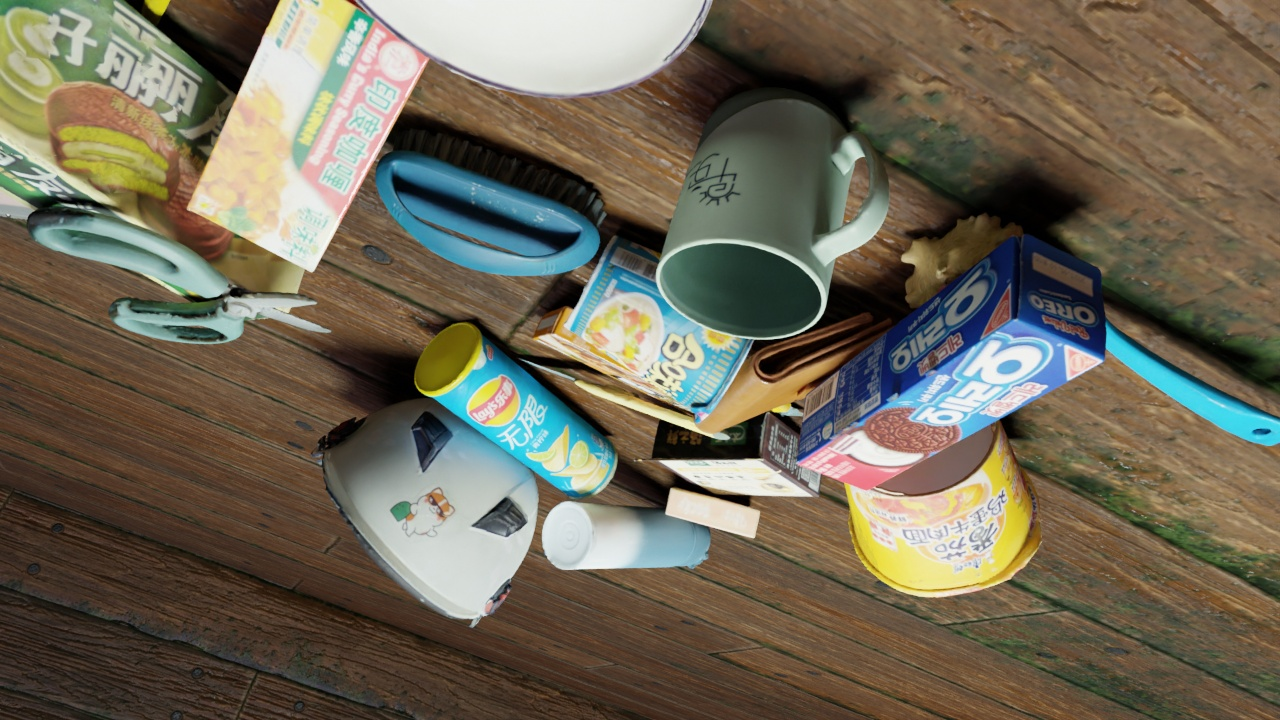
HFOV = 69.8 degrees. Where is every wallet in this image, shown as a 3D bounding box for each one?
[{"bbox_3d":[0.101,0.010,0.626,0.107,0.031,0.132,-19,168,-19],"label":"wallet"}]

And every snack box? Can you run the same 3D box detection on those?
[{"bbox_3d":[0.069,0.146,0.897,0.084,0.026,0.157,15,173,5],"label":"snack box"},{"bbox_3d":[-0.297,-0.126,0.540,0.063,0.114,0.240,-5,152,26],"label":"snack box"},{"bbox_3d":[0.078,0.083,0.789,0.113,0.053,0.125,-5,152,37],"label":"snack box"},{"bbox_3d":[0.164,0.011,0.522,0.058,0.057,0.208,22,148,-12],"label":"snack box"},{"bbox_3d":[-0.184,-0.130,0.510,0.077,0.027,0.156,28,118,-20],"label":"snack box"},{"bbox_3d":[-0.004,0.004,0.710,0.153,0.026,0.075,27,172,-15],"label":"snack box"}]

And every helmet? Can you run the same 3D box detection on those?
[{"bbox_3d":[-0.185,0.124,0.891,0.230,0.156,0.274,48,169,-3],"label":"helmet"}]

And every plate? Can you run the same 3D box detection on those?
[{"bbox_3d":[-0.056,-0.195,0.387,0.192,0.039,0.193,14,153,7],"label":"plate"}]

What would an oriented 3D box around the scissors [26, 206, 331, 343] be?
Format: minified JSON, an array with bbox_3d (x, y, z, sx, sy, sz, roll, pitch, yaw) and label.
[{"bbox_3d":[-0.282,-0.047,0.546,0.170,0.019,0.181,-1,154,23],"label":"scissors"}]

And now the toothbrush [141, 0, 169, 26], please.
[{"bbox_3d":[-0.278,-0.203,0.524,0.015,0.016,0.191,27,151,-29],"label":"toothbrush"}]

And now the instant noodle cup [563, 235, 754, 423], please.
[{"bbox_3d":[0.014,-0.027,0.605,0.110,0.099,0.099,28,152,-4],"label":"instant noodle cup"}]

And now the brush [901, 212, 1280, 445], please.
[{"bbox_3d":[0.267,-0.009,0.524,0.254,0.045,0.083,27,148,-6],"label":"brush"}]

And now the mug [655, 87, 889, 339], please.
[{"bbox_3d":[0.071,-0.078,0.454,0.112,0.106,0.082,-10,141,42],"label":"mug"}]

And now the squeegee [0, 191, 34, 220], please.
[{"bbox_3d":[-0.420,-0.182,0.621,0.247,0.040,0.250,7,149,-13],"label":"squeegee"}]

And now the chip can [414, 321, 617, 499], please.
[{"bbox_3d":[-0.106,0.051,0.833,0.071,0.071,0.210,-5,145,37],"label":"chip can"}]

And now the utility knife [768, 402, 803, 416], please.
[{"bbox_3d":[0.062,0.010,0.718,0.170,0.015,0.033,30,153,-23],"label":"utility knife"}]

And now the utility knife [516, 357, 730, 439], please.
[{"bbox_3d":[-0.018,0.032,0.765,0.213,0.022,0.031,14,168,26],"label":"utility knife"}]

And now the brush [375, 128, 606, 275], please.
[{"bbox_3d":[-0.095,-0.090,0.565,0.144,0.073,0.055,20,148,-4],"label":"brush"}]

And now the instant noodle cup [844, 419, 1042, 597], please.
[{"bbox_3d":[0.205,0.081,0.653,0.138,0.137,0.110,0,140,30],"label":"instant noodle cup"}]

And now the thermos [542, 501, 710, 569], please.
[{"bbox_3d":[-0.006,0.180,0.943,0.070,0.070,0.220,-5,168,36],"label":"thermos"}]
